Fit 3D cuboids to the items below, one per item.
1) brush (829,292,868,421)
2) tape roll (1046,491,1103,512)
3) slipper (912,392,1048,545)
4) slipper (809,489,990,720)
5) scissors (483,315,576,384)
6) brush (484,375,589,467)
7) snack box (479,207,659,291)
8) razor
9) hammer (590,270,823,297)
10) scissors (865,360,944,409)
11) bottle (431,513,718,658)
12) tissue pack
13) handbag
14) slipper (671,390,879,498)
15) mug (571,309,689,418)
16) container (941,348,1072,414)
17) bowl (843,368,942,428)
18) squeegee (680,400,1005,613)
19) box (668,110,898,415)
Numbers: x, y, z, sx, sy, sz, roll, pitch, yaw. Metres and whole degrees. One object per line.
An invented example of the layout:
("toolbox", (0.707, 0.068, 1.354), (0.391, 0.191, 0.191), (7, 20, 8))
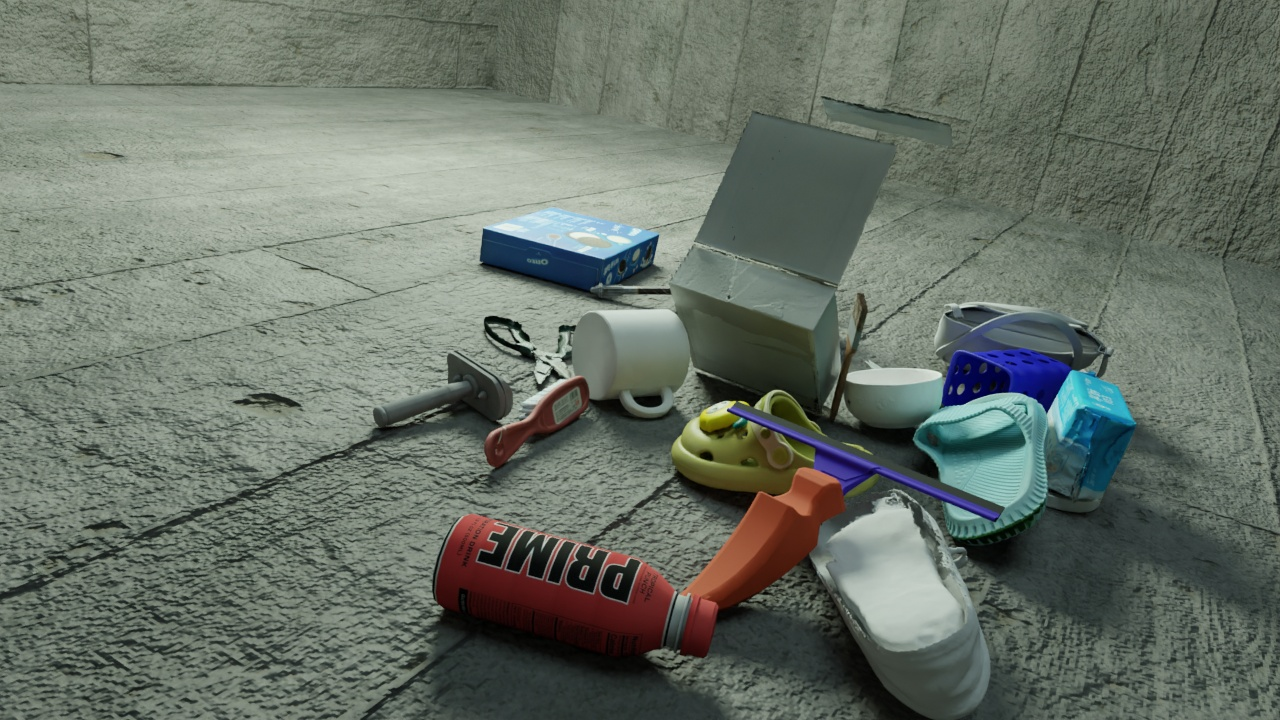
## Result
("brush", (0.215, 0.002, 0.958), (0.008, 0.143, 0.045), (9, 30, 2))
("tape roll", (0.409, 0.122, 0.914), (0.093, 0.013, 0.093), (9, 21, -4))
("slipper", (0.322, 0.079, 0.862), (0.116, 0.069, 0.275), (-24, 12, 25))
("slipper", (0.182, 0.156, 0.643), (0.112, 0.075, 0.246), (-9, 15, 3))
("scissors", (-0.126, -0.016, 1.035), (0.154, 0.015, 0.209), (13, 19, 0))
("brush", (-0.100, 0.054, 0.844), (0.030, 0.041, 0.171), (0, 17, 27))
("snack box", (-0.102, -0.175, 1.402), (0.196, 0.056, 0.238), (16, 21, 17))
("razor", (-0.191, 0.036, 0.847), (0.116, 0.047, 0.088), (-20, 35, -39))
("hammer", (0.093, -0.097, 1.270), (0.322, 0.098, 0.044), (0, 22, -1))
("scissors", (0.315, 0.030, 1.099), (0.139, 0.019, 0.128), (12, 26, 28))
("bottle", (-0.039, 0.148, 0.583), (0.177, 0.062, 0.062), (13, 21, 9))
("tissue pack", (0.435, 0.074, 0.900), (0.062, 0.093, 0.144), (23, 24, 13))
("handbag", (0.478, -0.034, 1.128), (0.216, 0.095, 0.222), (14, -9, 9))
("slipper", (0.111, 0.070, 0.793), (0.191, 0.082, 0.091), (6, 19, 33))
("mug", (-0.006, 0.006, 0.947), (0.090, 0.091, 0.121), (-3, 58, -33))
("container", (0.418, 0.035, 1.046), (0.113, 0.084, 0.085), (-3, 23, -32))
("bowl", (0.271, 0.041, 0.986), (0.105, 0.054, 0.105), (-5, 8, 1))
("squeegee", (0.098, 0.124, 0.663), (0.184, 0.055, 0.250), (-34, 34, -28))
("box", (0.147, -0.184, 0.907), (0.167, 0.507, 0.148), (21, 28, 25))
